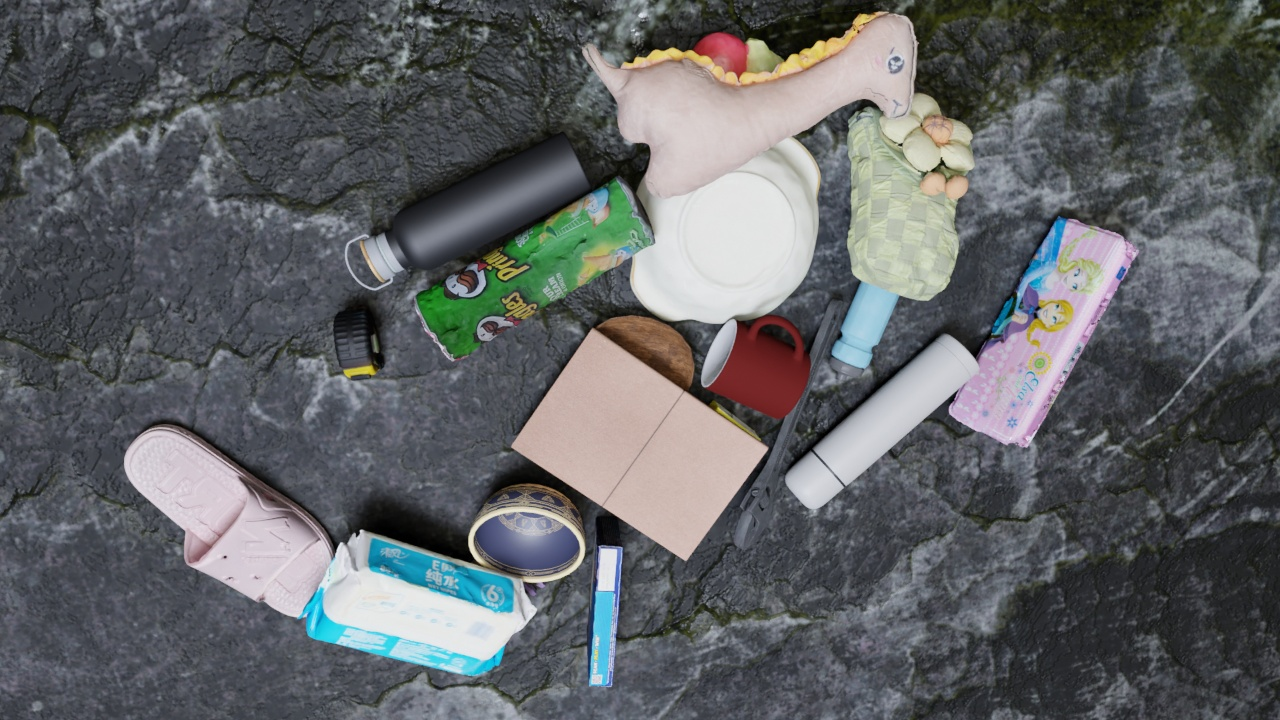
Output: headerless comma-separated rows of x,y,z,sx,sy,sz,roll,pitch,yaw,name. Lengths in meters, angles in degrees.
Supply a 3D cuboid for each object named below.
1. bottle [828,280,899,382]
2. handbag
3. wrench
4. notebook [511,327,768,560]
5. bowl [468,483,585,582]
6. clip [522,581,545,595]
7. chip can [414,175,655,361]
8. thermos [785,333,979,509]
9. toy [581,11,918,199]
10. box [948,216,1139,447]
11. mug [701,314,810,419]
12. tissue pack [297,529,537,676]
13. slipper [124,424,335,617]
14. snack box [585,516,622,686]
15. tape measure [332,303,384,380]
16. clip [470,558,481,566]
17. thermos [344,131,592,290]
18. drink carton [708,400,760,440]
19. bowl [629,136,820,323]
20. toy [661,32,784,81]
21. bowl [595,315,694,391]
0.225,-0.038,0.919,0.040,0.040,0.130,20,100,-11,bottle
0.256,-0.155,0.846,0.113,0.117,0.186,7,76,-13,handbag
0.151,0.066,0.932,0.018,0.073,0.273,23,95,27,wrench
0.000,0.084,0.898,0.209,0.008,0.141,34,97,-7,notebook
-0.109,0.160,0.906,0.112,0.061,0.113,1,131,1,bowl
-0.123,0.224,0.950,0.053,0.013,0.036,36,97,-16,clip
-0.094,-0.084,0.840,0.223,0.075,0.075,-30,105,7,chip can
0.243,0.065,0.939,0.224,0.052,0.052,-42,104,3,thermos
0.102,-0.247,0.792,0.264,0.065,0.196,-29,108,9,toy
0.422,-0.020,0.941,0.096,0.085,0.230,18,101,-43,box
0.120,-0.001,0.888,0.082,0.073,0.106,23,132,-12,mug
-0.209,0.241,0.889,0.209,0.066,0.117,24,123,-23,tissue pack
-0.390,0.158,0.876,0.094,0.064,0.239,-44,103,4,slipper
-0.037,0.242,0.929,0.027,0.082,0.150,2,103,-6,snack box
-0.261,-0.017,0.853,0.038,0.062,0.067,-7,102,-6,tape measure
-0.176,0.220,0.937,0.061,0.024,0.043,-35,105,6,clip
-0.161,-0.132,0.839,0.231,0.061,0.061,-26,104,-1,thermos
0.056,0.111,0.932,0.058,0.043,0.134,37,96,-8,drink carton
0.086,-0.123,0.873,0.219,0.060,0.188,-44,104,3,bowl
0.068,-0.254,0.848,0.135,0.045,0.092,-5,107,-4,toy
-0.005,0.005,0.907,0.114,0.026,0.102,15,100,-9,bowl
